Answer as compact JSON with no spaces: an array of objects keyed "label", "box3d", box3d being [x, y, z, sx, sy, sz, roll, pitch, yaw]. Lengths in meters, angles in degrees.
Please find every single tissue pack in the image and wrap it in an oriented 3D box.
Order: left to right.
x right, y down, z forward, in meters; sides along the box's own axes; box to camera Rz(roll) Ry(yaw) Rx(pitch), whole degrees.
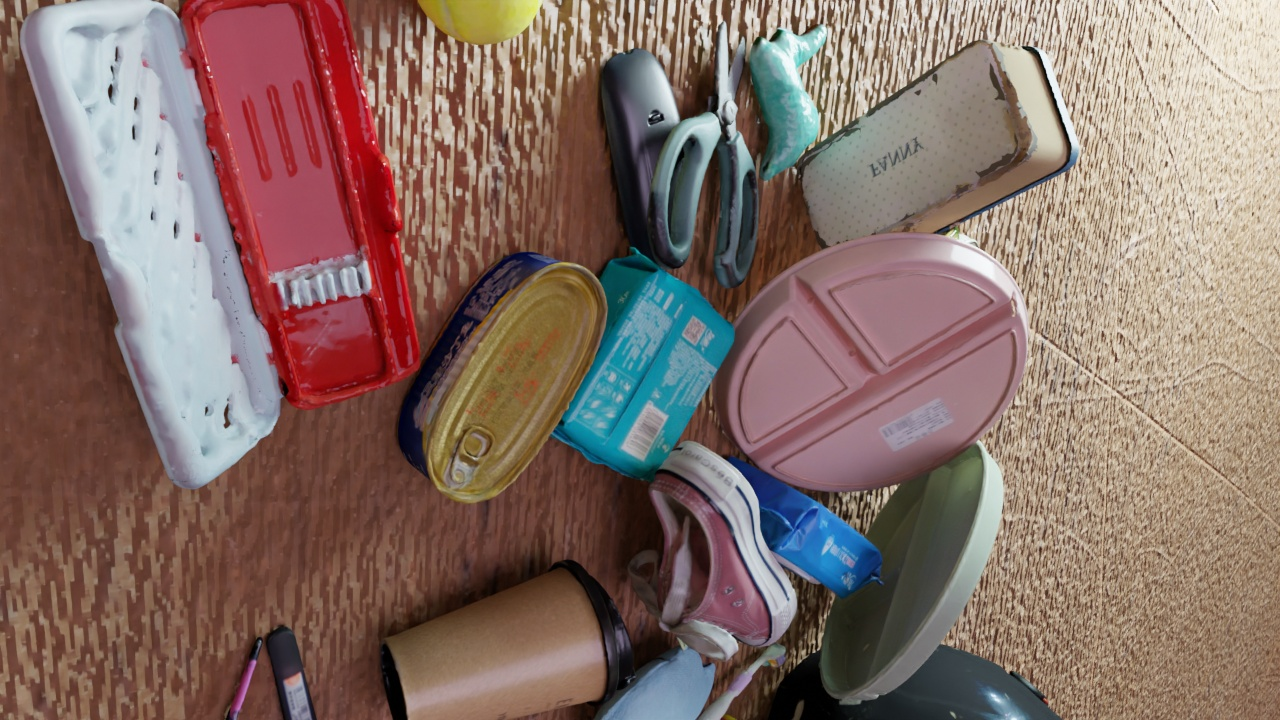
[{"label":"tissue pack","box3d":[-0.003,0.003,0.584,0.093,0.050,0.133,36,82,-39]},{"label":"tissue pack","box3d":[0.115,0.131,0.694,0.157,0.095,0.052,38,82,-42]}]

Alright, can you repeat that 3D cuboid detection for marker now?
[{"label":"marker","box3d":[-0.196,0.207,0.527,0.018,0.015,0.124,-18,113,-35]}]

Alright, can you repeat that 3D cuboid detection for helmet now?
[{"label":"helmet","box3d":[0.235,0.349,0.756,0.230,0.275,0.233,40,72,-13]}]

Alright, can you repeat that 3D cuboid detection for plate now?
[{"label":"plate","box3d":[0.166,0.014,0.653,0.229,0.028,0.230,-4,129,-5]},{"label":"plate","box3d":[0.211,0.164,0.720,0.027,0.230,0.230,30,85,1]}]

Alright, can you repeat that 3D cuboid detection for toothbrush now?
[{"label":"toothbrush","box3d":[-0.242,0.239,0.502,0.017,0.014,0.189,19,93,-28]},{"label":"toothbrush","box3d":[0.055,0.289,0.729,0.189,0.020,0.029,-33,164,-37]}]

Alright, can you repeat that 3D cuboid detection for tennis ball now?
[{"label":"tennis ball","box3d":[-0.079,-0.188,0.447,0.065,0.065,0.065,-14,113,-35]}]

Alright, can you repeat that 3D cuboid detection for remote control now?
[{"label":"remote control","box3d":[0.008,-0.121,0.567,0.053,0.024,0.136,-27,121,-29]}]

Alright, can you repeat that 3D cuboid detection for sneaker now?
[{"label":"sneaker","box3d":[0.042,0.148,0.622,0.087,0.118,0.241,-47,146,-19]}]

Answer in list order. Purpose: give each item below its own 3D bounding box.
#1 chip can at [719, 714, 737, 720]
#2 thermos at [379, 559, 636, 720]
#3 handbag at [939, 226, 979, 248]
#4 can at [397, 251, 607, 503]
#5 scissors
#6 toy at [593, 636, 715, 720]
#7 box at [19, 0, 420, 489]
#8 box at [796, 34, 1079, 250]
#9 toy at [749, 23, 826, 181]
[{"label":"chip can","box3d":[0.012,0.373,0.711,0.210,0.071,0.071,-34,124,-24]},{"label":"thermos","box3d":[-0.081,0.181,0.564,0.143,0.093,0.093,-11,112,-28]},{"label":"handbag","box3d":[0.237,-0.030,0.767,0.178,0.063,0.163,-35,126,-42]},{"label":"can","box3d":[-0.080,0.007,0.525,0.074,0.049,0.148,35,83,-40]},{"label":"scissors","box3d":[0.040,-0.123,0.569,0.171,0.019,0.177,-28,122,-53]},{"label":"toy","box3d":[-0.005,0.272,0.674,0.161,0.050,0.156,-4,122,-50]},{"label":"box","box3d":[-0.179,-0.060,0.417,0.159,0.064,0.201,-35,127,-48]},{"label":"box","box3d":[0.190,-0.133,0.599,0.063,0.185,0.089,-5,78,-39]},{"label":"toy","box3d":[0.100,-0.181,0.617,0.096,0.030,0.092,-45,130,-26]}]
